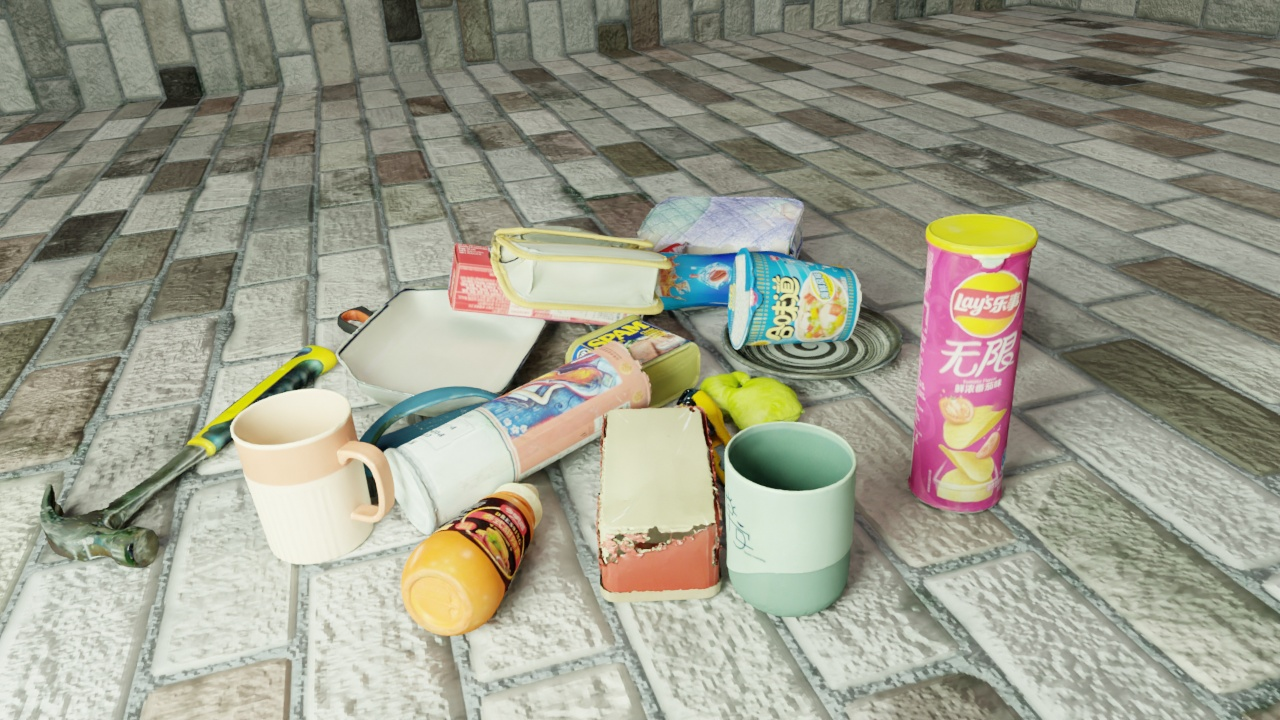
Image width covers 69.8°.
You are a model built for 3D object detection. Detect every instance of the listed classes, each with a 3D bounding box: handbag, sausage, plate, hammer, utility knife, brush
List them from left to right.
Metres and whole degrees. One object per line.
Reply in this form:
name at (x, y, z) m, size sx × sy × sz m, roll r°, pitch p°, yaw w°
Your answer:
hammer at (-0.384, 0.068, 0.818) m, size 0.126 × 0.032 × 0.322 m, roll 6°, pitch 29°, yaw 16°
brush at (-0.169, 0.060, 0.759) m, size 0.143 × 0.073 × 0.055 m, roll -20°, pitch 28°, yaw -29°
plate at (-0.189, -0.011, 0.904) m, size 0.162 × 0.034 × 0.265 m, roll 13°, pitch 25°, yaw 1°
handbag at (-0.069, -0.111, 0.933) m, size 0.163 × 0.063 × 0.178 m, roll 2°, pitch 26°, yaw -25°
sausage at (-0.010, -0.098, 1.063) m, size 0.155 × 0.020 × 0.020 m, roll -30°, pitch 33°, yaw -8°
utility knife at (0.065, 0.068, 0.757) m, size 0.033 × 0.015 × 0.167 m, roll -41°, pitch 34°, yaw 5°
handbag at (0.102, -0.147, 1.128) m, size 0.194 × 0.076 × 0.133 m, roll 5°, pitch 33°, yaw 19°
plate at (0.170, -0.017, 0.921) m, size 0.179 × 0.024 × 0.179 m, roll -2°, pitch 28°, yaw 1°

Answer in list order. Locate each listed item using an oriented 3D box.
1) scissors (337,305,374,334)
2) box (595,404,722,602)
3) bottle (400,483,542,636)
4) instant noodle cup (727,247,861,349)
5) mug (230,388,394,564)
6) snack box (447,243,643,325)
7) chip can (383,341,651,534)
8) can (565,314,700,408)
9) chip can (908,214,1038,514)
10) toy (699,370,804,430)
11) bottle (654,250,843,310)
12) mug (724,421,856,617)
scissors at (-0.241, -0.016, 0.968) m, size 0.198 × 0.022 × 0.226 m, roll 3°, pitch 26°, yaw -6°
box at (0.010, 0.091, 0.672) m, size 0.091 × 0.077 × 0.168 m, roll -3°, pitch 27°, yaw 1°
bottle at (-0.107, 0.127, 0.642) m, size 0.067 × 0.067 × 0.149 m, roll 5°, pitch 22°, yaw 16°
instant noodle cup at (0.147, -0.055, 0.880) m, size 0.110 × 0.099 × 0.099 m, roll 4°, pitch 27°, yaw -7°
mug at (-0.233, 0.088, 0.678) m, size 0.115 × 0.106 × 0.081 m, roll 6°, pitch 29°, yaw 18°
snack box at (-0.098, -0.078, 0.981) m, size 0.207 × 0.058 × 0.057 m, roll 5°, pitch 28°, yaw -18°
chip can at (-0.092, 0.057, 0.734) m, size 0.214 × 0.071 × 0.071 m, roll -27°, pitch 35°, yaw -31°
can at (-0.005, 0.005, 0.864) m, size 0.101 × 0.057 × 0.083 m, roll -26°, pitch 37°, yaw -37°
chip can at (0.236, 0.005, 0.663) m, size 0.071 × 0.211 × 0.071 m, roll -4°, pitch 27°, yaw 2°
toy at (0.097, 0.035, 0.819) m, size 0.100 × 0.031 × 0.096 m, roll 0°, pitch 31°, yaw 17°
bottle at (0.115, -0.089, 1.022) m, size 0.219 × 0.065 × 0.065 m, roll 0°, pitch 28°, yaw 6°
mug at (0.091, 0.100, 0.611) m, size 0.082 × 0.106 × 0.112 m, roll -16°, pitch 30°, yaw -20°
